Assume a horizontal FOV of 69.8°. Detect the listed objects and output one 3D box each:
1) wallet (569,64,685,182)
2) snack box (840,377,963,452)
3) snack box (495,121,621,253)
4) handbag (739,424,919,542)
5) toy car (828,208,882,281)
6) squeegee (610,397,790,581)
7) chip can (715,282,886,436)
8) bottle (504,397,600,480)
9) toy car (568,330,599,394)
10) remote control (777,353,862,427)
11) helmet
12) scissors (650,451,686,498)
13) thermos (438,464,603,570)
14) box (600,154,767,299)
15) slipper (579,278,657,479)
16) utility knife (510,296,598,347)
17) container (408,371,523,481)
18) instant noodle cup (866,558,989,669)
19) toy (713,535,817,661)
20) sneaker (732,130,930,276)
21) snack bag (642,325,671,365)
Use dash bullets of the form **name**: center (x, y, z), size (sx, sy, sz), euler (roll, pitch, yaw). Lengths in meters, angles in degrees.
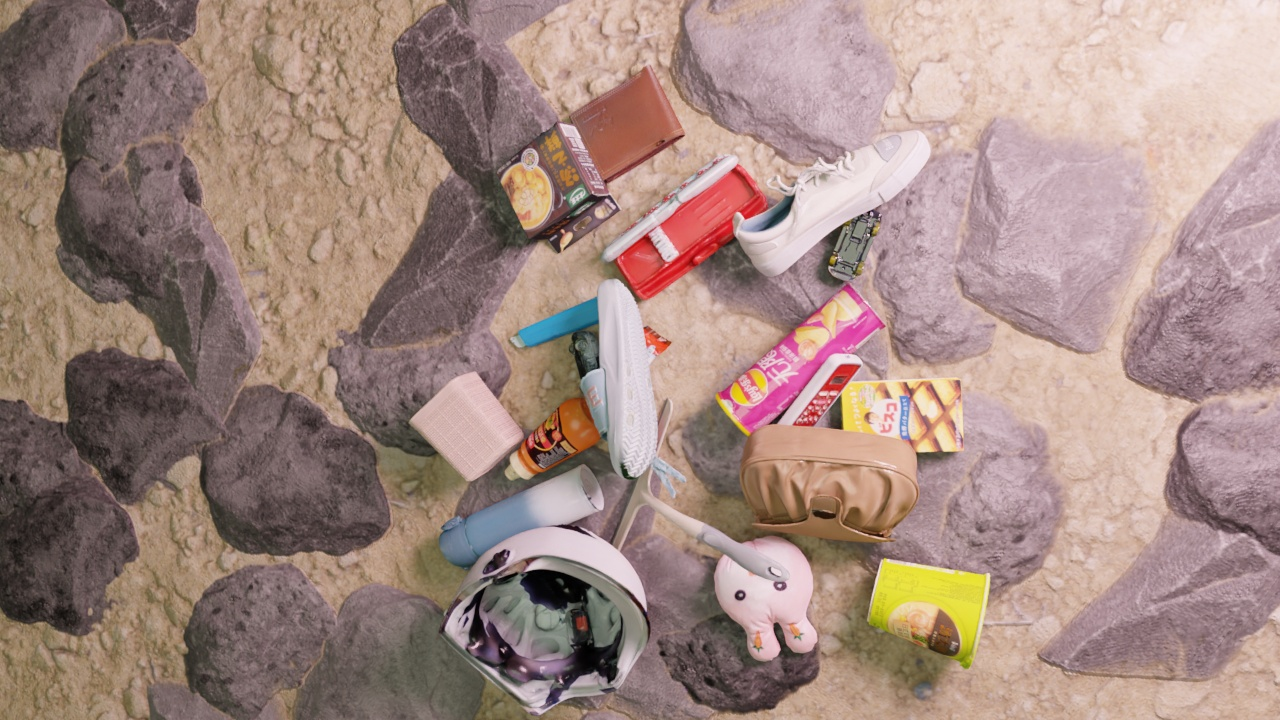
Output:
- **wallet**: center (-0.018, -0.297, 1.154), size (0.125, 0.032, 0.101), euler (-29, 85, 12)
- **snack box**: center (0.313, 0.066, 1.102), size (0.140, 0.033, 0.087), euler (-2, 92, 14)
- **snack box**: center (-0.105, -0.215, 1.154), size (0.113, 0.053, 0.125), euler (-31, 81, 29)
- **handbag**: center (0.218, 0.153, 1.078), size (0.205, 0.099, 0.148), euler (4, 130, 12)
- **toy car**: center (0.257, -0.140, 1.101), size (0.042, 0.035, 0.090), euler (22, 97, 11)
- **squeegee**: center (0.070, 0.203, 1.103), size (0.247, 0.039, 0.246), euler (26, 99, 35)
- **chip can**: center (0.192, 0.001, 1.105), size (0.211, 0.071, 0.071), euler (-42, 84, 10)
- **bottle**: center (-0.117, 0.109, 1.183), size (0.150, 0.066, 0.067), euler (-37, 85, 18)
- **toy car**: center (-0.066, 0.005, 1.175), size (0.034, 0.043, 0.090), euler (-12, 85, -22)
- **remote control**: center (0.210, 0.047, 1.092), size (0.020, 0.055, 0.136), euler (54, 126, 34)
- **helmet**: center (-0.105, 0.296, 1.133), size (0.259, 0.145, 0.229), euler (-39, 108, 23)
- **scissors**: center (0.009, 0.130, 1.142), size (0.084, 0.017, 0.137), euler (-44, 47, 14)
- **thermos**: center (-0.157, 0.205, 1.190), size (0.221, 0.070, 0.070), euler (-24, 88, 12)
- **box**: center (0.050, -0.164, 1.110), size (0.202, 0.101, 0.095), euler (-36, 84, 12)
- **slipper**: center (-0.034, 0.022, 1.111), size (0.074, 0.104, 0.245), euler (-10, 78, 19)
- **utility knife**: center (-0.098, -0.049, 1.190), size (0.159, 0.018, 0.034), euler (-20, 85, 14)
- **container**: center (-0.220, 0.087, 1.188), size (0.090, 0.089, 0.111), euler (-42, 88, 10)
- **instant noodle cup**: center (0.334, 0.288, 1.077), size (0.123, 0.111, 0.112), euler (12, 95, 19)
- **toy**: center (0.161, 0.297, 1.138), size (0.121, 0.054, 0.159), euler (-19, 97, 12)
- **sneaker**: center (0.214, -0.202, 1.068), size (0.243, 0.089, 0.091), euler (-36, 119, 17)
- **snack bag**: center (-0.007, 0.007, 1.168), size (0.048, 0.026, 0.104), euler (39, 101, 28)
